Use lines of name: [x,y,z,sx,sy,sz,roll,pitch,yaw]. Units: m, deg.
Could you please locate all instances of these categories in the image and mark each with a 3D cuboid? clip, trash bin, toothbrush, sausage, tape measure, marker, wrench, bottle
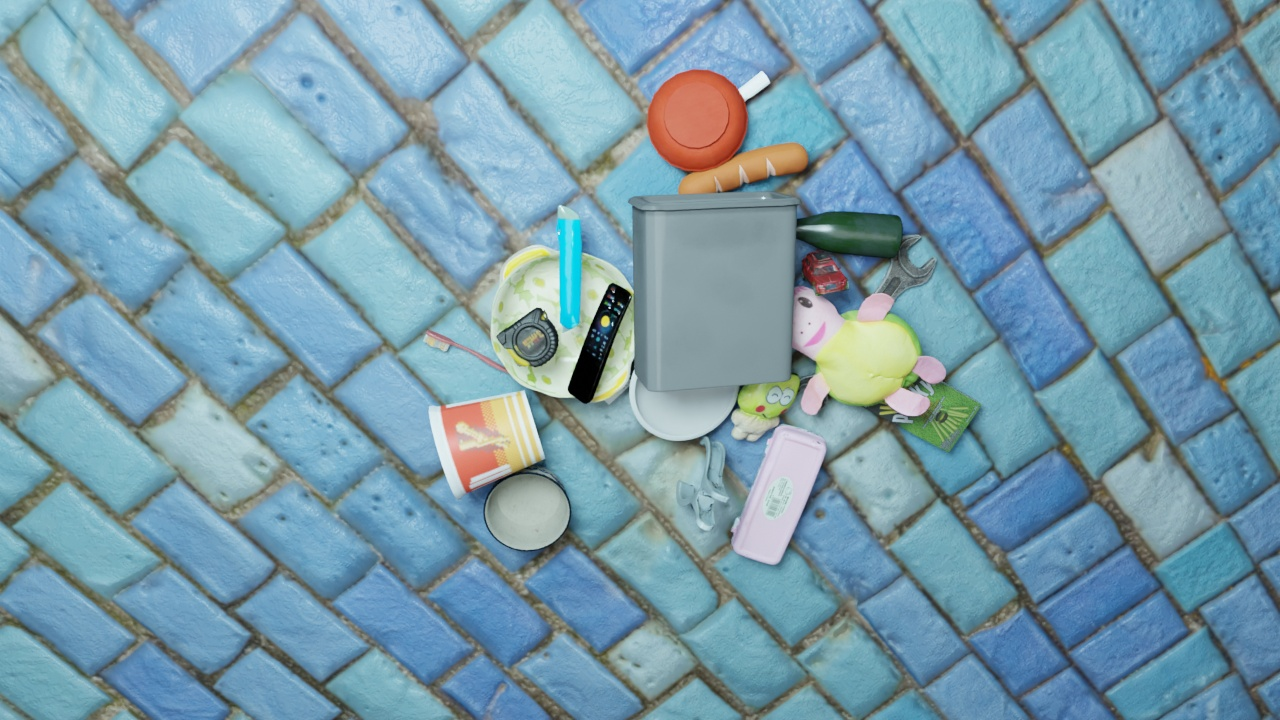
clip: [0.094,0.137,1.190,0.029,0.172,0.143,21,95,-12]
trash bin: [0.087,-0.085,1.102,0.191,0.097,0.220,-4,107,-12]
toothbrush: [-0.195,0.004,1.199,0.184,0.015,0.016,24,107,-12]
sausage: [0.125,-0.233,1.132,0.164,0.039,0.044,-17,67,2]
tape measure: [-0.131,-0.025,1.120,0.067,0.038,0.062,-35,99,4]
marker: [0.101,-0.304,1.119,0.133,0.020,0.017,-37,143,8]
wrench: [0.295,-0.046,1.222,0.070,0.010,0.274,32,103,-13]
bottle: [0.238,-0.163,1.158,0.174,0.055,0.055,5,107,-2]

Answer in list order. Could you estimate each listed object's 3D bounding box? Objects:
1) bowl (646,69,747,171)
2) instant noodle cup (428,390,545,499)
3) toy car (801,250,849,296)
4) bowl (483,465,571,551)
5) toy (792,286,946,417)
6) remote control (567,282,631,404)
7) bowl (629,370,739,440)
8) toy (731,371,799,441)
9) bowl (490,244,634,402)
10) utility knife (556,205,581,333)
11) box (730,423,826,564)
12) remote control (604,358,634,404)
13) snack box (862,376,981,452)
bowl: [0.067,-0.290,1.096,0.122,0.035,0.122,0,94,5]
instant noodle cup: [-0.194,0.101,1.180,0.121,0.123,0.123,-17,108,-7]
toy car: [0.231,-0.109,1.154,0.042,0.091,0.036,-12,122,-1]
bowl: [-0.151,0.192,1.237,0.115,0.059,0.116,-1,108,-4]
toy: [0.275,-0.009,1.179,0.238,0.087,0.191,26,120,-2]
remote control: [-0.049,-0.020,1.130,0.020,0.041,0.152,4,114,-50]
bowl: [0.053,0.029,1.206,0.149,0.043,0.150,-5,111,-14]
toy: [0.162,0.062,1.222,0.092,0.046,0.115,4,124,-37]
bowl: [-0.095,-0.051,1.165,0.188,0.060,0.219,-31,108,5]
utility knife: [-0.087,-0.108,1.108,0.031,0.015,0.158,2,108,-3]
box: [0.189,0.186,1.276,0.086,0.044,0.202,17,106,-4]
remote control: [-0.007,0.007,1.214,0.124,0.011,0.028,-43,106,9]
snack box: [0.380,0.057,1.253,0.147,0.025,0.080,27,104,-12]
